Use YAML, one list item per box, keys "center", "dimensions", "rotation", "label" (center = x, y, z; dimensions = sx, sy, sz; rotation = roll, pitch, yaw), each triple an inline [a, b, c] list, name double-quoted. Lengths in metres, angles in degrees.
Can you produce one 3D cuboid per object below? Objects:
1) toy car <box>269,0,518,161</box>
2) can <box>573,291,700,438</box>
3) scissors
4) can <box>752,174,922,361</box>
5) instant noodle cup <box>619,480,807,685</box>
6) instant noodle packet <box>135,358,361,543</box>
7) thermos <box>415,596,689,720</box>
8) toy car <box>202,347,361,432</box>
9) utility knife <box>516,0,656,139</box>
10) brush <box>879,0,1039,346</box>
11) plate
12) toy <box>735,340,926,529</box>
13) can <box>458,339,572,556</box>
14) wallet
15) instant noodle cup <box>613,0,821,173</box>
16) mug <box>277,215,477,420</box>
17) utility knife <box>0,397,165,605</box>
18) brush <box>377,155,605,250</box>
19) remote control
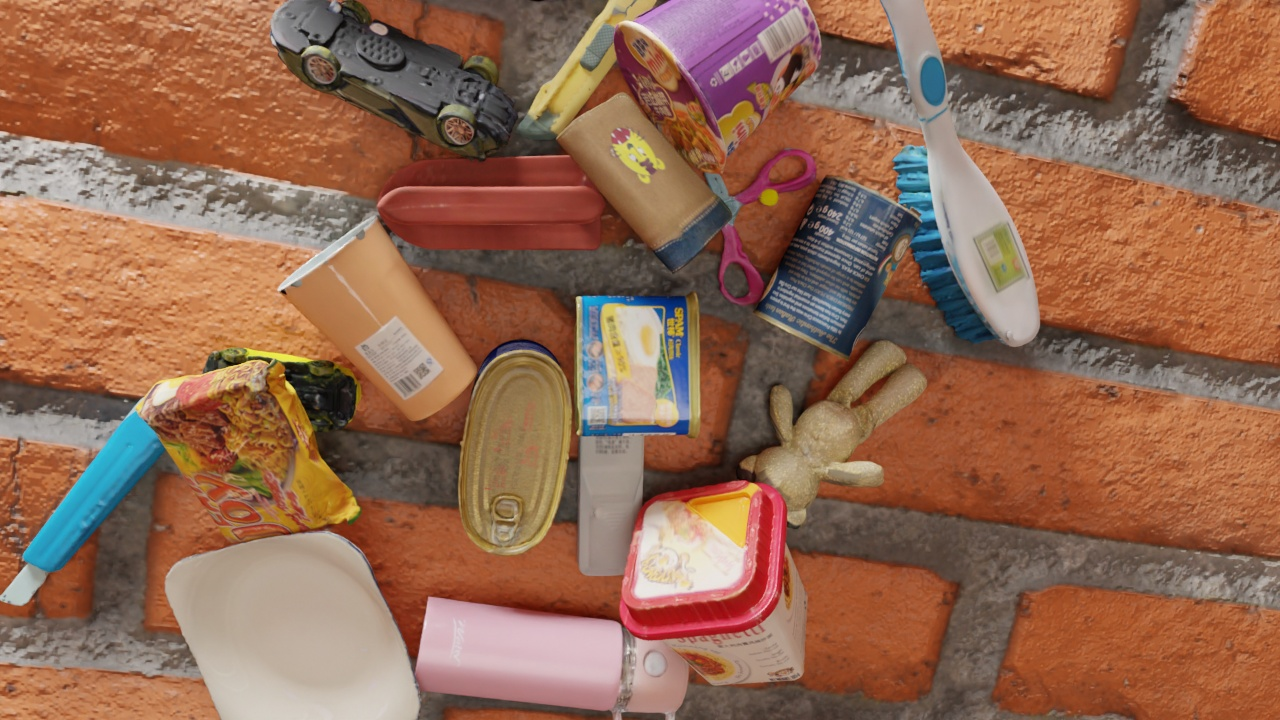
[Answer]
- center: [-0.153, -0.179, 0.579]
  dimensions: [0.158, 0.070, 0.042]
  rotation: [24, 137, -12]
  label: "toy car"
- center: [-0.004, 0.004, 0.638]
  dimensions: [0.083, 0.057, 0.102]
  rotation: [0, 87, -6]
  label: "can"
- center: [0.067, -0.103, 0.655]
  dimensions: [0.133, 0.017, 0.134]
  rotation: [-20, 105, 1]
  label: "scissors"
- center: [0.137, -0.066, 0.642]
  dimensions: [0.075, 0.075, 0.111]
  rotation: [25, 97, -13]
  label: "can"
- center: [0.061, 0.165, 0.653]
  dimensions: [0.116, 0.116, 0.124]
  rotation: [-13, 129, 25]
  label: "instant noodle cup"
- center: [-0.258, 0.065, 0.606]
  dimensions: [0.111, 0.044, 0.128]
  rotation: [-10, 120, 16]
  label: "instant noodle packet"
- center: [-0.065, 0.230, 0.676]
  dimensions: [0.198, 0.067, 0.087]
  rotation: [12, 63, -11]
  label: "thermos"
- center: [-0.243, 0.017, 0.624]
  dimensions: [0.105, 0.032, 0.048]
  rotation: [8, 110, 1]
  label: "toy car"
- center: [-0.020, -0.221, 0.610]
  dimensions: [0.031, 0.019, 0.183]
  rotation: [34, 97, -18]
  label: "utility knife"
- center: [0.200, -0.141, 0.617]
  dimensions: [0.060, 0.109, 0.314]
  rotation: [-29, 105, 1]
  label: "brush"
- center: [-0.238, 0.194, 0.646]
  dimensions: [0.164, 0.034, 0.164]
  rotation: [-12, 105, 14]
  label: "plate"
- center: [0.144, 0.051, 0.682]
  dimensions: [0.157, 0.066, 0.105]
  rotation: [-44, 73, -1]
  label: "toy"
- center: [-0.089, 0.060, 0.649]
  dimensions: [0.074, 0.049, 0.148]
  rotation: [6, 102, -10]
  label: "can"
- center: [0.005, -0.119, 0.602]
  dimensions: [0.115, 0.090, 0.033]
  rotation: [47, 127, -7]
  label: "wallet"
- center: [0.053, -0.194, 0.590]
  dimensions: [0.099, 0.111, 0.111]
  rotation: [-39, 105, -9]
  label: "instant noodle cup"
- center: [-0.167, -0.023, 0.607]
  dimensions: [0.078, 0.078, 0.123]
  rotation: [-36, 109, 0]
  label: "mug"
- center: [-0.382, 0.102, 0.629]
  dimensions: [0.034, 0.018, 0.182]
  rotation: [41, 95, 0]
  label: "utility knife"
- center: [-0.098, -0.103, 0.600]
  dimensions: [0.145, 0.069, 0.063]
  rotation: [-2, 102, -8]
  label: "brush"
- center: [-0.022, 0.101, 0.682]
  dimensions: [0.049, 0.024, 0.125]
  rotation: [-1, 102, -9]
  label: "remote control"
